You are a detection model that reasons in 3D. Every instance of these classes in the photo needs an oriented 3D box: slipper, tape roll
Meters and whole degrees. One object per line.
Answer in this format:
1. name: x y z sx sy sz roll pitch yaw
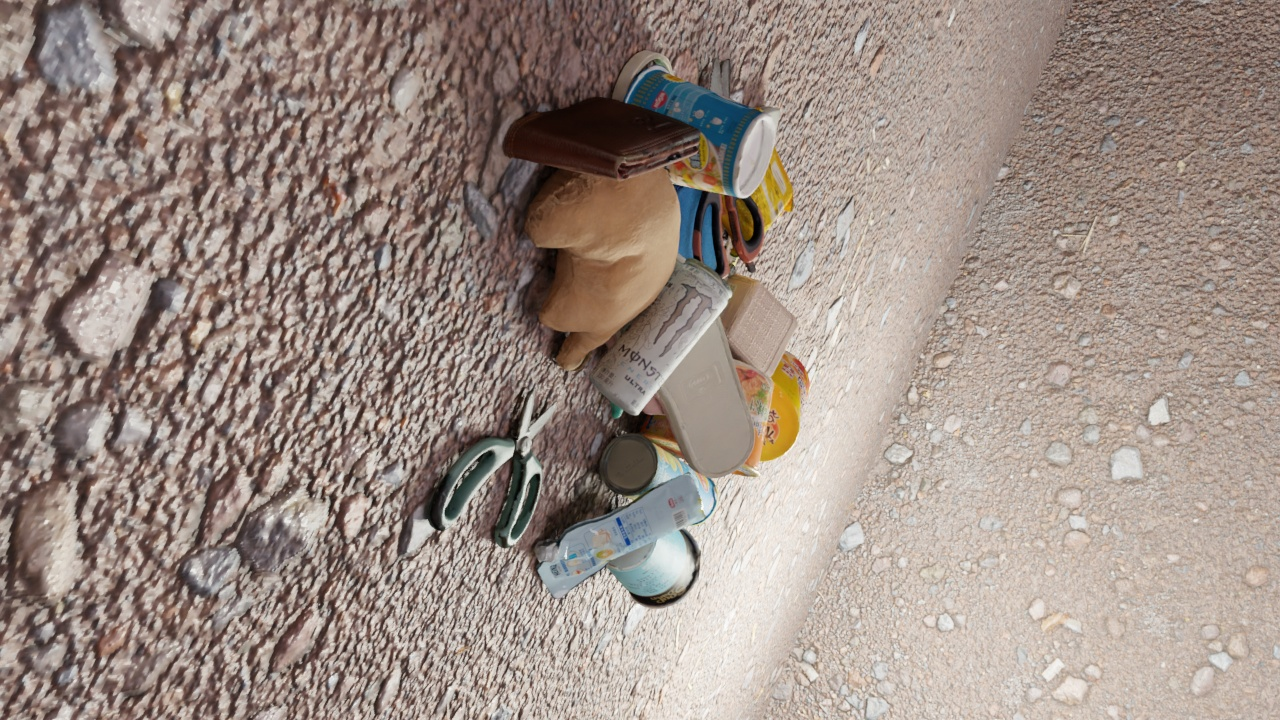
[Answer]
1. slipper: 0.037 0.002 0.921 0.114 0.054 0.274 -36 117 -15
2. tape roll: 0.002 -0.222 0.790 0.085 0.014 0.086 -46 149 -39

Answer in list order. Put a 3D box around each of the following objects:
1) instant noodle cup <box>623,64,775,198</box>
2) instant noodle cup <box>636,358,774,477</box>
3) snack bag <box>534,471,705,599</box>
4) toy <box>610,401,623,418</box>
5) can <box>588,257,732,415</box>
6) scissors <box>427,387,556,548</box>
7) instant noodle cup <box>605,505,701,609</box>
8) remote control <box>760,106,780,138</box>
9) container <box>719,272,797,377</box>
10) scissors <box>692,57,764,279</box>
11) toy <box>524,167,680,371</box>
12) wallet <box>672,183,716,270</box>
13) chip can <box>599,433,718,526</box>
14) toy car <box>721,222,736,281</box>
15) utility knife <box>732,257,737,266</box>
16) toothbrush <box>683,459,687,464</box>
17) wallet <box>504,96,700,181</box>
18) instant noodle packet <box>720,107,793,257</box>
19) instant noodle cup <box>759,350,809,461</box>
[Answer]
1. instant noodle cup: 0.049 -0.184 0.767 0.099 0.110 0.099 -48 151 -38
2. instant noodle cup: 0.081 0.060 1.060 0.111 0.151 0.151 -71 157 -11
3. snack bag: -0.023 0.186 0.984 0.191 0.039 0.110 -26 149 -7
4. toy: -0.006 0.006 0.964 0.091 0.030 0.096 -27 126 -62
5. can: 0.018 -0.022 0.839 0.146 0.058 0.058 -50 154 -8
6. scissors: -0.129 0.108 0.806 0.179 0.019 0.170 -24 134 -56
7. instant noodle cup: 0.005 0.228 1.098 0.111 0.111 0.120 -60 148 -15
8. remote control: 0.128 -0.215 1.054 0.058 0.021 0.150 -35 141 -51
9. container: 0.112 -0.047 1.071 0.090 0.090 0.111 -61 142 -8
10. scissors: 0.092 -0.184 0.911 0.192 0.015 0.206 30 87 -37
11. toy: -0.028 -0.075 0.779 0.143 0.082 0.226 -22 139 -20
12. wallet: 0.042 -0.120 0.934 0.106 0.040 0.133 -52 144 -29
13. chip can: 0.027 0.144 1.079 0.071 0.071 0.210 -64 152 -7
14. toy car: 0.088 -0.130 1.021 0.035 0.042 0.090 3 105 -42
15. utility knife: 0.087 -0.049 1.122 0.031 0.022 0.219 5 100 -61
16. toothbrush: 0.042 0.203 1.253 0.021 0.029 0.189 14 103 -25
17. wallet: -0.025 -0.163 0.678 0.124 0.101 0.032 -36 139 -50
18. instant noodle packet: 0.111 -0.189 0.970 0.110 0.044 0.128 -45 124 -30
19. instant noodle cup: 0.163 0.050 1.242 0.109 0.138 0.138 -49 152 -51
